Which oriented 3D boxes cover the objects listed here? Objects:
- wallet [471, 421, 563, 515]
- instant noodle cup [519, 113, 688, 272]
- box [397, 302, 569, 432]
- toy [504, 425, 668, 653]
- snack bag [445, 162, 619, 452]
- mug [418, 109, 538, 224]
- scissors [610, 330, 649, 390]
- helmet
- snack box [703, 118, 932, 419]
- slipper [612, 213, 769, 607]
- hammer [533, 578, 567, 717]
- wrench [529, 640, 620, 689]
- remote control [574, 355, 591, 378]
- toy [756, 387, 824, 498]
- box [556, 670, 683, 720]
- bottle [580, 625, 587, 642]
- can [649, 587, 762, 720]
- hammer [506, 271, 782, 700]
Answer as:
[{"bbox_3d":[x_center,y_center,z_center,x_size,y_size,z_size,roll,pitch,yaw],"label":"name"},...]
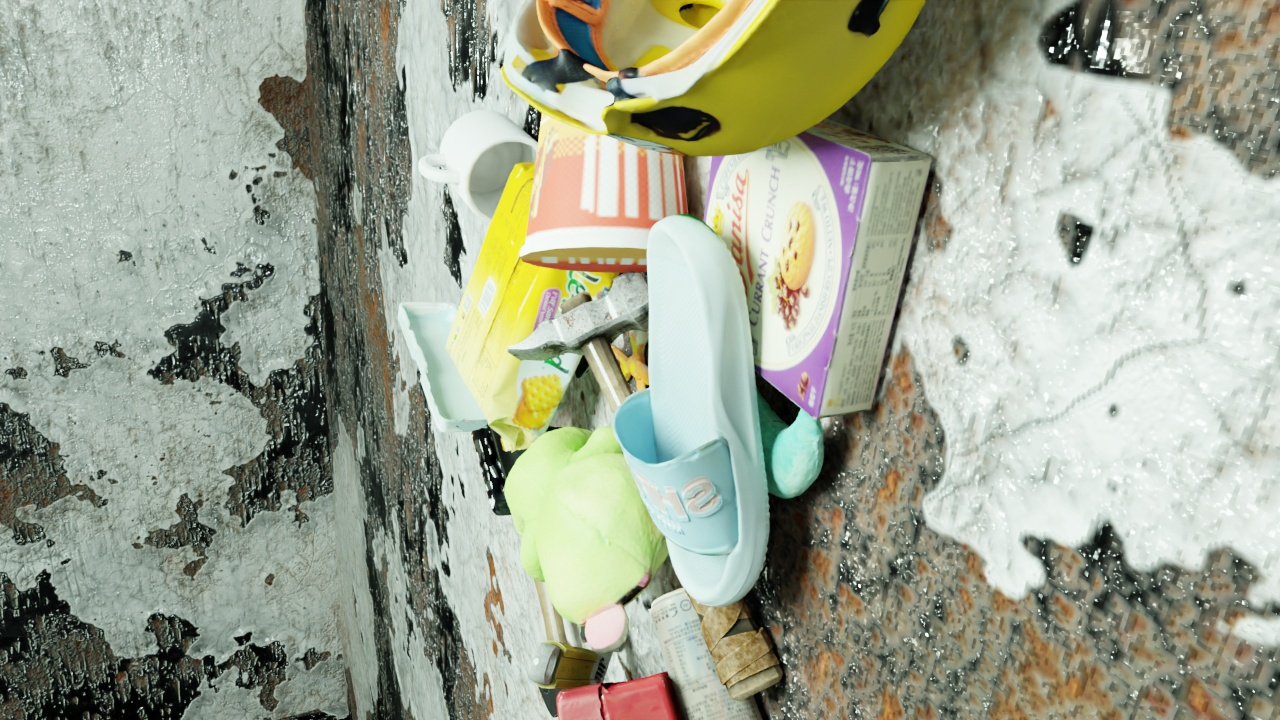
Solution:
[{"bbox_3d":[-0.102,0.102,0.882,0.026,0.114,0.089,-36,62,32],"label":"wallet"},{"bbox_3d":[-0.022,-0.131,0.655,0.124,0.123,0.121,176,95,-64],"label":"instant noodle cup"},{"bbox_3d":[-0.170,-0.002,0.960,0.197,0.134,0.041,58,143,42],"label":"box"},{"bbox_3d":[-0.047,0.125,0.751,0.150,0.107,0.197,-54,27,-8],"label":"toy"},{"bbox_3d":[-0.102,-0.059,0.828,0.248,0.068,0.159,-64,37,24],"label":"snack bag"},{"bbox_3d":[-0.156,-0.190,0.903,0.090,0.121,0.091,49,137,50],"label":"mug"},{"bbox_3d":[-0.003,-0.002,0.758,0.125,0.011,0.128,-141,50,-57],"label":"scissors"},{"bbox_3d":[0.059,-0.188,0.435,0.240,0.139,0.209,19,90,51],"label":"helmet"},{"bbox_3d":[0.087,-0.064,0.522,0.148,0.040,0.144,44,135,53],"label":"snack box"},{"bbox_3d":[0.022,0.035,0.561,0.104,0.074,0.246,-147,49,-62],"label":"slipper"},{"bbox_3d":[-0.105,0.219,0.984,0.133,0.040,0.305,114,145,-60],"label":"hammer"},{"bbox_3d":[-0.048,0.245,0.742,0.273,0.018,0.083,69,-145,-68],"label":"wrench"},{"bbox_3d":[-0.070,-0.056,0.886,0.045,0.008,0.146,-49,52,57],"label":"remote control"},{"bbox_3d":[0.081,0.042,0.566,0.105,0.033,0.085,43,144,53],"label":"toy"},{"bbox_3d":[0.001,0.299,0.680,0.158,0.092,0.129,63,-168,-71],"label":"box"},{"bbox_3d":[-0.054,0.232,0.905,0.025,0.025,0.106,34,126,58],"label":"bottle"},{"bbox_3d":[0.050,0.232,0.657,0.054,0.054,0.135,-57,46,53],"label":"can"},{"bbox_3d":[0.012,0.087,0.667,0.318,0.121,0.049,64,-173,19],"label":"hammer"}]
